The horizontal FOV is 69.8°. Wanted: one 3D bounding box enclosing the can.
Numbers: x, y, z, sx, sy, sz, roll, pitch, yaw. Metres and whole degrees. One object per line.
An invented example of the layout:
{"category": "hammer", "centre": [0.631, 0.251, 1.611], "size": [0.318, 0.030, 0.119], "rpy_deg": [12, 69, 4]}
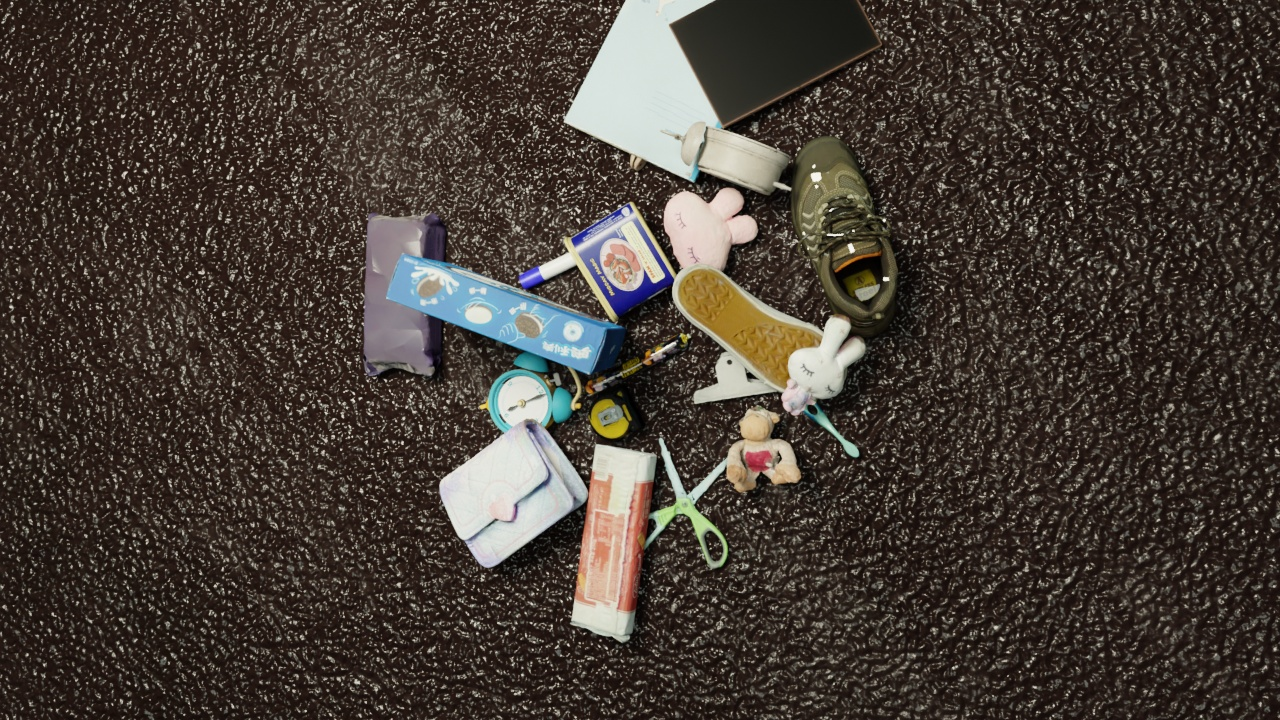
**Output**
{"category": "can", "centre": [-0.021, -0.119, 1.094], "size": [0.092, 0.056, 0.116], "rpy_deg": [-30, 104, 6]}

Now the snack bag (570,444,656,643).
{"category": "snack bag", "centre": [-0.031, 0.217, 1.109], "size": [0.078, 0.041, 0.225], "rpy_deg": [8, 93, 28]}

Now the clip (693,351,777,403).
{"category": "clip", "centre": [0.111, 0.017, 1.106], "size": [0.102, 0.045, 0.055], "rpy_deg": [-9, 95, 9]}

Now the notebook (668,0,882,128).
{"category": "notebook", "centre": [0.158, -0.384, 1.084], "size": [0.209, 0.008, 0.141], "rpy_deg": [-27, 86, 1]}

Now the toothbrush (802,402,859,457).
{"category": "toothbrush", "centre": [0.210, 0.064, 1.088], "size": [0.022, 0.017, 0.135], "rpy_deg": [-45, 81, 7]}

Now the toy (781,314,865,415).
{"category": "toy", "centre": [0.203, 0.009, 1.027], "size": [0.079, 0.038, 0.123], "rpy_deg": [34, 97, -33]}

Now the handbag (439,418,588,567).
{"category": "handbag", "centre": [-0.160, 0.161, 1.111], "size": [0.159, 0.069, 0.126], "rpy_deg": [-37, 86, 21]}

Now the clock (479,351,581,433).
{"category": "clock", "centre": [-0.134, 0.044, 1.133], "size": [0.130, 0.043, 0.099], "rpy_deg": [-37, 84, 15]}

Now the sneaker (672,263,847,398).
{"category": "sneaker", "centre": [0.132, -0.033, 1.069], "size": [0.235, 0.079, 0.087], "rpy_deg": [32, 93, -12]}

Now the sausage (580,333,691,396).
{"category": "sausage", "centre": [-0.007, 0.007, 1.121], "size": [0.155, 0.020, 0.020], "rpy_deg": [-27, 86, 9]}

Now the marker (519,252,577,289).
{"category": "marker", "centre": [-0.084, -0.127, 1.135], "size": [0.142, 0.020, 0.020], "rpy_deg": [-24, 86, 9]}

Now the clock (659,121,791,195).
{"category": "clock", "centre": [0.094, -0.231, 1.050], "size": [0.157, 0.103, 0.061], "rpy_deg": [19, 101, -8]}

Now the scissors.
{"category": "scissors", "centre": [0.050, 0.176, 1.114], "size": [0.172, 0.023, 0.171], "rpy_deg": [-25, 84, 14]}

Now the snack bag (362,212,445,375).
{"category": "snack bag", "centre": [-0.301, -0.084, 1.152], "size": [0.096, 0.058, 0.205], "rpy_deg": [1, 90, 9]}

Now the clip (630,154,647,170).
{"category": "clip", "centre": [0.008, -0.261, 1.118], "size": [0.052, 0.026, 0.059], "rpy_deg": [-14, 80, 7]}

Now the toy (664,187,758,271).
{"category": "toy", "centre": [0.084, -0.157, 1.092], "size": [0.105, 0.053, 0.108], "rpy_deg": [-28, 92, -4]}

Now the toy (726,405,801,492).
{"category": "toy", "centre": [0.145, 0.099, 1.069], "size": [0.085, 0.074, 0.105], "rpy_deg": [-6, 65, 17]}

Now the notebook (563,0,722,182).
{"category": "notebook", "centre": [0.043, -0.363, 1.106], "size": [0.181, 0.009, 0.253], "rpy_deg": [26, 88, 9]}

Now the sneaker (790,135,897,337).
{"category": "sneaker", "centre": [0.222, -0.141, 1.020], "size": [0.101, 0.143, 0.238], "rpy_deg": [-18, 87, 9]}

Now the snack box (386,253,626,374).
{"category": "snack box", "centre": [-0.143, -0.052, 1.047], "size": [0.239, 0.195, 0.056], "rpy_deg": [21, 94, 4]}

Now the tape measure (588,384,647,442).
{"category": "tape measure", "centre": [-0.033, 0.068, 1.118], "size": [0.061, 0.034, 0.061], "rpy_deg": [-29, 85, 10]}
